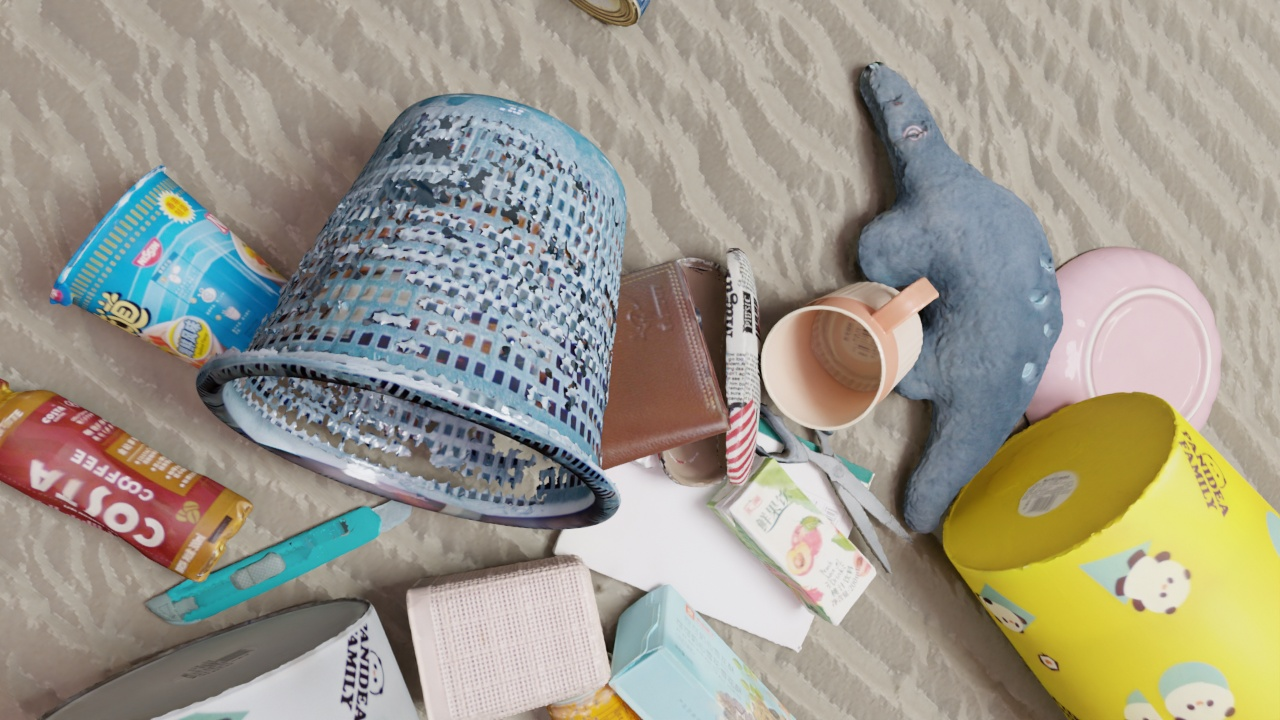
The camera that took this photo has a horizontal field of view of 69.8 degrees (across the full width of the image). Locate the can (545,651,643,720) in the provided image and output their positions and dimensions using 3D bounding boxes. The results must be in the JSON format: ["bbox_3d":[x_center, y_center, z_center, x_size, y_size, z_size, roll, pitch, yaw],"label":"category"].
[{"bbox_3d":[-0.014,0.280,0.637,0.058,0.058,0.146,-26,99,-13],"label":"can"}]

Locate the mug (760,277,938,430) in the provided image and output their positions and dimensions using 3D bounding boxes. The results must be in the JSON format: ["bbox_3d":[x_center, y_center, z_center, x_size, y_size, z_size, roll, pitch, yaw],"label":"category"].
[{"bbox_3d":[0.151,-0.016,0.620,0.081,0.105,0.115,52,123,8],"label":"mug"}]

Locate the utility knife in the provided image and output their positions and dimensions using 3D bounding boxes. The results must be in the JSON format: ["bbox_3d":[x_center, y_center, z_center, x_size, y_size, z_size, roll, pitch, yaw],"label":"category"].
[{"bbox_3d":[-0.229,0.128,0.595,0.174,0.013,0.029,-24,100,-13],"label":"utility knife"}]

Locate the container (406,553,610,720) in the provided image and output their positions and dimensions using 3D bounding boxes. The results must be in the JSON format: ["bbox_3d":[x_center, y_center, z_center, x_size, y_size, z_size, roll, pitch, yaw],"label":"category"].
[{"bbox_3d":[-0.082,0.175,0.586,0.111,0.090,0.090,-11,84,-8],"label":"container"}]

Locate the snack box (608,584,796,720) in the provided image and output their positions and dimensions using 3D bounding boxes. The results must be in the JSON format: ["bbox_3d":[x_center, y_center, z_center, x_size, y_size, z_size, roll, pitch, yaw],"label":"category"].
[{"bbox_3d":[0.053,0.244,0.638,0.052,0.074,0.175,-37,103,16],"label":"snack box"}]

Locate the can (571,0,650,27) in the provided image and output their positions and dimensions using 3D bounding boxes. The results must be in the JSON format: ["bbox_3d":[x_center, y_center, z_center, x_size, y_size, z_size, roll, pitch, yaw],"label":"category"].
[{"bbox_3d":[-0.007,-0.287,0.603,0.075,0.075,0.111,31,85,-14],"label":"can"}]

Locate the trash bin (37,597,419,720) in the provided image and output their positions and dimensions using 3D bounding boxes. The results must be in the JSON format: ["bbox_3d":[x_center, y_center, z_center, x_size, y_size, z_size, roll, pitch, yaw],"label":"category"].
[{"bbox_3d":[-0.204,0.286,0.510,0.229,0.230,0.252,-17,92,-14],"label":"trash bin"}]

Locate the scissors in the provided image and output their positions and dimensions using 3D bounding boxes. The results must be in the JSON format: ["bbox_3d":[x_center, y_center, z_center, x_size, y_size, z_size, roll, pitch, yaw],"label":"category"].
[{"bbox_3d":[0.145,0.075,0.682,0.165,0.014,0.162,11,78,-20],"label":"scissors"}]

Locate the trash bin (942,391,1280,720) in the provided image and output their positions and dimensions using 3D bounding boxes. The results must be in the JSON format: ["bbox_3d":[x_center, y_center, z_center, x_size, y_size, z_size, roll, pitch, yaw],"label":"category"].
[{"bbox_3d":[0.373,0.175,0.658,0.229,0.230,0.255,-43,97,-9],"label":"trash bin"}]

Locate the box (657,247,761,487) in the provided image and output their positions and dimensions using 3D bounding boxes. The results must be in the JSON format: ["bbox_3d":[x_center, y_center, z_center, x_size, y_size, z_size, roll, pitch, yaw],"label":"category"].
[{"bbox_3d":[0.060,0.004,0.623,0.076,0.086,0.163,10,74,-32],"label":"box"}]

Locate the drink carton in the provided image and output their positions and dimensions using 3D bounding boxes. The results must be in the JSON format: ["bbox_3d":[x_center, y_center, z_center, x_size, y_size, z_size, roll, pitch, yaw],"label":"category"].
[{"bbox_3d":[0.107,0.127,0.656,0.122,0.046,0.053,47,74,-13],"label":"drink carton"}]

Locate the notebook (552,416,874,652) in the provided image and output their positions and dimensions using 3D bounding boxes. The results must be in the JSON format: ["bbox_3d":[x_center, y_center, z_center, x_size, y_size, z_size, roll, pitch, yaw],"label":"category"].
[{"bbox_3d":[0.059,0.110,0.672,0.209,0.012,0.150,26,85,-15],"label":"notebook"}]

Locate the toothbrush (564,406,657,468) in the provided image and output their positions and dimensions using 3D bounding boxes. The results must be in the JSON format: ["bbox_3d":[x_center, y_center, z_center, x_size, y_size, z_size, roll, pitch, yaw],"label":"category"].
[{"bbox_3d":[-0.065,0.026,0.625,0.180,0.016,0.016,32,81,-8],"label":"toothbrush"}]

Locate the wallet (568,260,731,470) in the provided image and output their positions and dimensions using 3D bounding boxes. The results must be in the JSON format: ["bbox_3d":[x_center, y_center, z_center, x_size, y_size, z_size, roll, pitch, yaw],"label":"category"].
[{"bbox_3d":[-0.004,0.004,0.601,0.101,0.032,0.124,-19,70,11],"label":"wallet"}]

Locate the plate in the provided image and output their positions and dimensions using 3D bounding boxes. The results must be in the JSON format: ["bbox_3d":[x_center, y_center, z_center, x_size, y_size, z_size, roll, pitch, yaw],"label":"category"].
[{"bbox_3d":[0.398,0.002,0.743,0.192,0.039,0.192,-1,93,-15],"label":"plate"}]

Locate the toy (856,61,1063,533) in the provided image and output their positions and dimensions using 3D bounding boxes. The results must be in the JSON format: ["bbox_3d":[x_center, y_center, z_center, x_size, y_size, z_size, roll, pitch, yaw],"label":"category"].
[{"bbox_3d":[0.235,-0.051,0.679,0.138,0.091,0.356,-9,94,13],"label":"toy"}]

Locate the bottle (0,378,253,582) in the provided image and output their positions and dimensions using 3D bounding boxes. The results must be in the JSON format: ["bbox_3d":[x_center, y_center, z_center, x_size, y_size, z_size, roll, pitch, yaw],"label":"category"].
[{"bbox_3d":[-0.324,0.066,0.545,0.175,0.057,0.057,34,84,-14],"label":"bottle"}]

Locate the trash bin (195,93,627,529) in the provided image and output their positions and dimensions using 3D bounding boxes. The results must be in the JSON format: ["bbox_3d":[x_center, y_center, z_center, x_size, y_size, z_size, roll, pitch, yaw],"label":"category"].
[{"bbox_3d":[-0.100,-0.030,0.525,0.226,0.227,0.194,21,65,-15],"label":"trash bin"}]

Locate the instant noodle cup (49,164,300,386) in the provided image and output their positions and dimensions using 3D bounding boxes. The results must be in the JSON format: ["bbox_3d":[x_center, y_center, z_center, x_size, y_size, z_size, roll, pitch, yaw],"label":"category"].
[{"bbox_3d":[-0.264,-0.042,0.542,0.110,0.099,0.099,39,82,-22],"label":"instant noodle cup"}]
